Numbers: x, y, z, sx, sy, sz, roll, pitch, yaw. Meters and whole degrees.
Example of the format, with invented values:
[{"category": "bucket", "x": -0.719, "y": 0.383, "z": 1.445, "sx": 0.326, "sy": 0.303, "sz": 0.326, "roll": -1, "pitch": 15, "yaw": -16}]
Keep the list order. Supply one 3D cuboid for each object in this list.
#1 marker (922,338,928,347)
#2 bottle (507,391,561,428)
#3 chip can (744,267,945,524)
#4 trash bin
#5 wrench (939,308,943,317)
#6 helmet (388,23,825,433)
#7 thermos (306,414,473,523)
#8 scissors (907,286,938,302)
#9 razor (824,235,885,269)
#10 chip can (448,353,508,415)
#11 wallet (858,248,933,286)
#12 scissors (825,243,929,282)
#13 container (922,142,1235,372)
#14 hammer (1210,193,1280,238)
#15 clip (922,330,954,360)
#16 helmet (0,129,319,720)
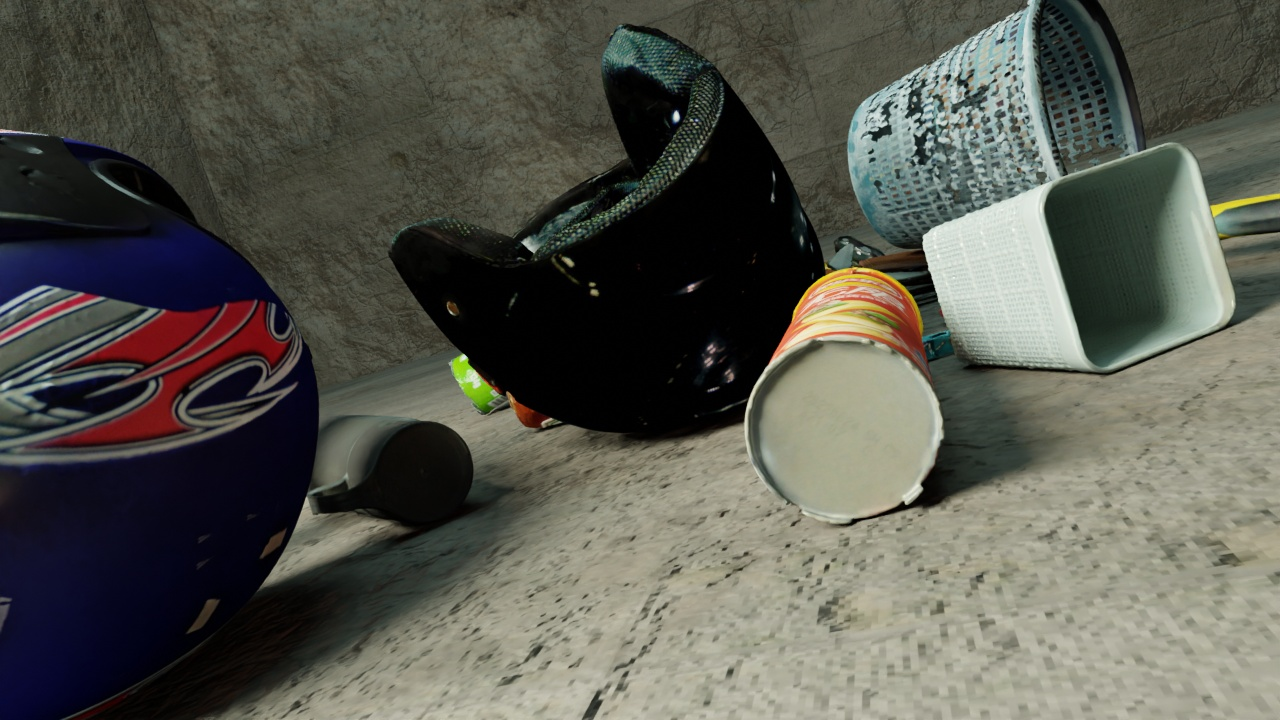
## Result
[{"category": "marker", "x": 0.135, "y": -0.002, "z": 0.625, "sx": 0.124, "sy": 0.015, "sz": 0.018, "roll": -9, "pitch": 12, "yaw": 37}, {"category": "bottle", "x": -0.004, "y": 0.004, "z": 0.741, "sx": 0.206, "sy": 0.060, "sz": 0.059, "roll": -15, "pitch": 7, "yaw": 9}, {"category": "chip can", "x": 0.095, "y": 0.003, "z": 0.419, "sx": 0.073, "sy": 0.073, "sz": 0.216, "roll": -15, "pitch": 7, "yaw": 18}, {"category": "trash bin", "x": 0.304, "y": -0.190, "z": 0.810, "sx": 0.225, "sy": 0.226, "sz": 0.196, "roll": -23, "pitch": 8, "yaw": -43}, {"category": "wrench", "x": 0.346, "y": -0.073, "z": 0.654, "sx": 0.273, "sy": 0.016, "sz": 0.056, "roll": -17, "pitch": 6, "yaw": 2}, {"category": "helmet", "x": -0.013, "y": -0.064, "z": 0.610, "sx": 0.233, "sy": 0.230, "sz": 0.275, "roll": -47, "pitch": 13, "yaw": -21}, {"category": "thermos", "x": -0.195, "y": 0.071, "z": 0.619, "sx": 0.089, "sy": 0.068, "sz": 0.243, "roll": -15, "pitch": 4, "yaw": -30}, {"category": "scissors", "x": 0.157, "y": -0.031, "z": 0.808, "sx": 0.225, "sy": 0.015, "sz": 0.189, "roll": -22, "pitch": 7, "yaw": -41}, {"category": "razor", "x": 0.177, "y": -0.078, "z": 0.965, "sx": 0.167, "sy": 0.067, "sz": 0.062, "roll": -25, "pitch": -1, "yaw": -9}, {"category": "chip can", "x": -0.084, "y": -0.032, "z": 0.953, "sx": 0.236, "sy": 0.072, "sz": 0.072, "roll": -32, "pitch": 4, "yaw": 10}, {"category": "wallet", "x": 0.267, "y": -0.085, "z": 0.854, "sx": 0.125, "sy": 0.032, "sz": 0.101, "roll": -6, "pitch": 9, "yaw": 10}, {"category": "scissors", "x": 0.144, "y": -0.054, "z": 0.738, "sx": 0.221, "sy": 0.022, "sz": 0.228, "roll": 3, "pitch": 29, "yaw": -7}, {"category": "container", "x": 0.213, "y": -0.046, "z": 0.467, "sx": 0.090, "sy": 0.090, "sz": 0.111, "roll": -19, "pitch": 4, "yaw": -13}, {"category": "hammer", "x": 0.352, "y": -0.082, "z": 0.560, "sx": 0.324, "sy": 0.032, "sz": 0.125, "roll": -5, "pitch": 16, "yaw": 45}, {"category": "clip", "x": 0.174, "y": -0.007, "z": 0.562, "sx": 0.055, "sy": 0.013, "sz": 0.038, "roll": -18, "pitch": 7, "yaw": 13}, {"category": "helmet", "x": -0.264, "y": 0.028, "z": 0.402, "sx": 0.240, "sy": 0.248, "sz": 0.314, "roll": 24, "pitch": 22, "yaw": 8}]
